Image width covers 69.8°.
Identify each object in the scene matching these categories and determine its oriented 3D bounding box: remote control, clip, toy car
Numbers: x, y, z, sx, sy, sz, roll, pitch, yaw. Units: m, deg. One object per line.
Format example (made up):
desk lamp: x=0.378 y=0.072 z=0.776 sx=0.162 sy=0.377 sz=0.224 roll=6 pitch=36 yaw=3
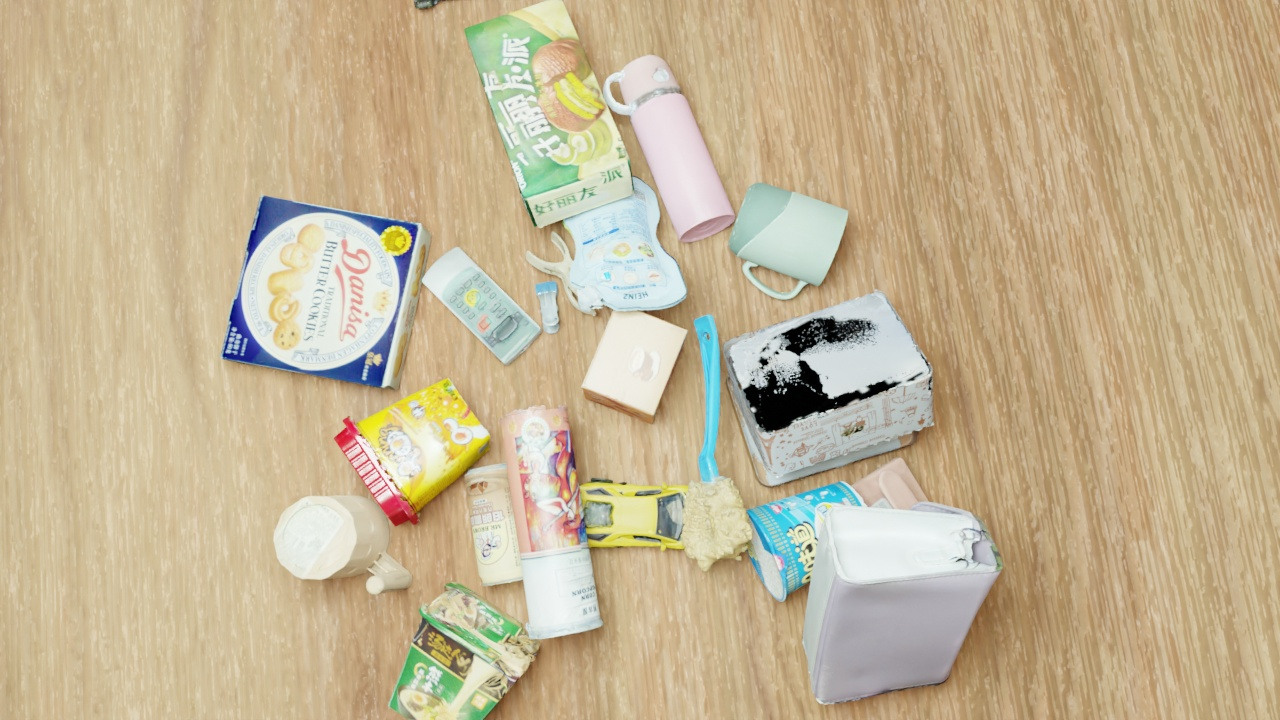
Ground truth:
remote control: x=-0.171 y=-0.059 z=0.984 sx=0.056 sy=0.019 sz=0.135 roll=-44 pitch=83 yaw=-6
clip: x=-0.098 y=-0.058 z=0.987 sx=0.024 sy=0.028 sz=0.056 roll=-9 pitch=71 yaw=-4
clip: x=-0.080 y=-0.086 z=0.974 sx=0.103 sy=0.035 sz=0.076 roll=34 pitch=66 yaw=7
toy car: x=0.001 y=0.158 z=0.937 sx=0.156 sy=0.041 sz=0.071 roll=3 pitch=81 yaw=0

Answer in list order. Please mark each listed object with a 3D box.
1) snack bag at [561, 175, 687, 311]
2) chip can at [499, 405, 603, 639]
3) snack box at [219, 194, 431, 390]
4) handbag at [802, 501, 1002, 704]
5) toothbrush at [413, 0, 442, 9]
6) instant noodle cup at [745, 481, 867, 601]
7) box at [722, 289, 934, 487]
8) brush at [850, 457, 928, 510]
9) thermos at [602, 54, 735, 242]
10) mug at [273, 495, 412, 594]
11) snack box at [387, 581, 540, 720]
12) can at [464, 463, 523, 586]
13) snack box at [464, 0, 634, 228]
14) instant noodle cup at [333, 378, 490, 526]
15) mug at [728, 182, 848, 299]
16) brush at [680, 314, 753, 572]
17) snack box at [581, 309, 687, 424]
snack bag: x=-0.022 y=-0.118 z=0.937 sx=0.110 sy=0.039 sz=0.190 roll=-2 pitch=48 yaw=-12
chip can: x=-0.088 y=0.154 z=0.889 sx=0.071 sy=0.071 sz=0.214 roll=-10 pitch=79 yaw=-1
snack box: x=-0.331 y=-0.072 z=0.974 sx=0.182 sy=0.046 sz=0.177 roll=10 pitch=81 yaw=3
handbag: x=0.232 y=0.224 z=0.847 sx=0.145 sy=0.197 sz=0.098 roll=1 pitch=41 yaw=2
toothbrush: x=-0.153 y=-0.427 z=1.041 sx=0.212 sy=0.026 sz=0.027 roll=-13 pitch=42 yaw=-2
instant noodle cup: x=0.168 y=0.173 z=0.911 sx=0.110 sy=0.099 sz=0.099 roll=-20 pitch=81 yaw=-11
box: x=0.186 y=0.042 z=0.936 sx=0.181 sy=0.158 sz=0.148 roll=-19 pitch=45 yaw=1
brush: x=0.273 y=0.174 z=0.917 sx=0.063 sy=0.073 sz=0.145 roll=-30 pitch=83 yaw=-6
thermos: x=0.027 y=-0.227 z=0.983 sx=0.087 sy=0.067 sz=0.198 roll=-18 pitch=82 yaw=-27
mug: x=-0.287 y=0.186 z=0.902 sx=0.124 sy=0.103 sz=0.084 roll=38 pitch=83 yaw=7
snack box: x=-0.177 y=0.298 z=0.885 sx=0.117 sy=0.118 sz=0.105 roll=32 pitch=92 yaw=5
can: x=-0.141 y=0.165 z=0.927 sx=0.058 sy=0.058 sz=0.116 roll=-10 pitch=80 yaw=-2
snack box: x=-0.097 y=-0.264 z=0.969 sx=0.114 sy=0.063 sz=0.240 roll=-19 pitch=67 yaw=-3
instant noodle cup: x=-0.223 y=0.088 z=0.920 sx=0.123 sy=0.116 sz=0.116 roll=-35 pitch=82 yaw=-17
mug: x=0.148 y=-0.122 z=0.968 sx=0.106 sy=0.082 sz=0.112 roll=19 pitch=113 yaw=3
brush: x=0.071 y=0.080 z=0.909 sx=0.045 sy=0.083 sz=0.254 roll=7 pitch=75 yaw=-34
snack box: x=-0.006 y=0.005 z=0.934 sx=0.077 sy=0.094 sz=0.092 roll=22 pitch=81 yaw=3
